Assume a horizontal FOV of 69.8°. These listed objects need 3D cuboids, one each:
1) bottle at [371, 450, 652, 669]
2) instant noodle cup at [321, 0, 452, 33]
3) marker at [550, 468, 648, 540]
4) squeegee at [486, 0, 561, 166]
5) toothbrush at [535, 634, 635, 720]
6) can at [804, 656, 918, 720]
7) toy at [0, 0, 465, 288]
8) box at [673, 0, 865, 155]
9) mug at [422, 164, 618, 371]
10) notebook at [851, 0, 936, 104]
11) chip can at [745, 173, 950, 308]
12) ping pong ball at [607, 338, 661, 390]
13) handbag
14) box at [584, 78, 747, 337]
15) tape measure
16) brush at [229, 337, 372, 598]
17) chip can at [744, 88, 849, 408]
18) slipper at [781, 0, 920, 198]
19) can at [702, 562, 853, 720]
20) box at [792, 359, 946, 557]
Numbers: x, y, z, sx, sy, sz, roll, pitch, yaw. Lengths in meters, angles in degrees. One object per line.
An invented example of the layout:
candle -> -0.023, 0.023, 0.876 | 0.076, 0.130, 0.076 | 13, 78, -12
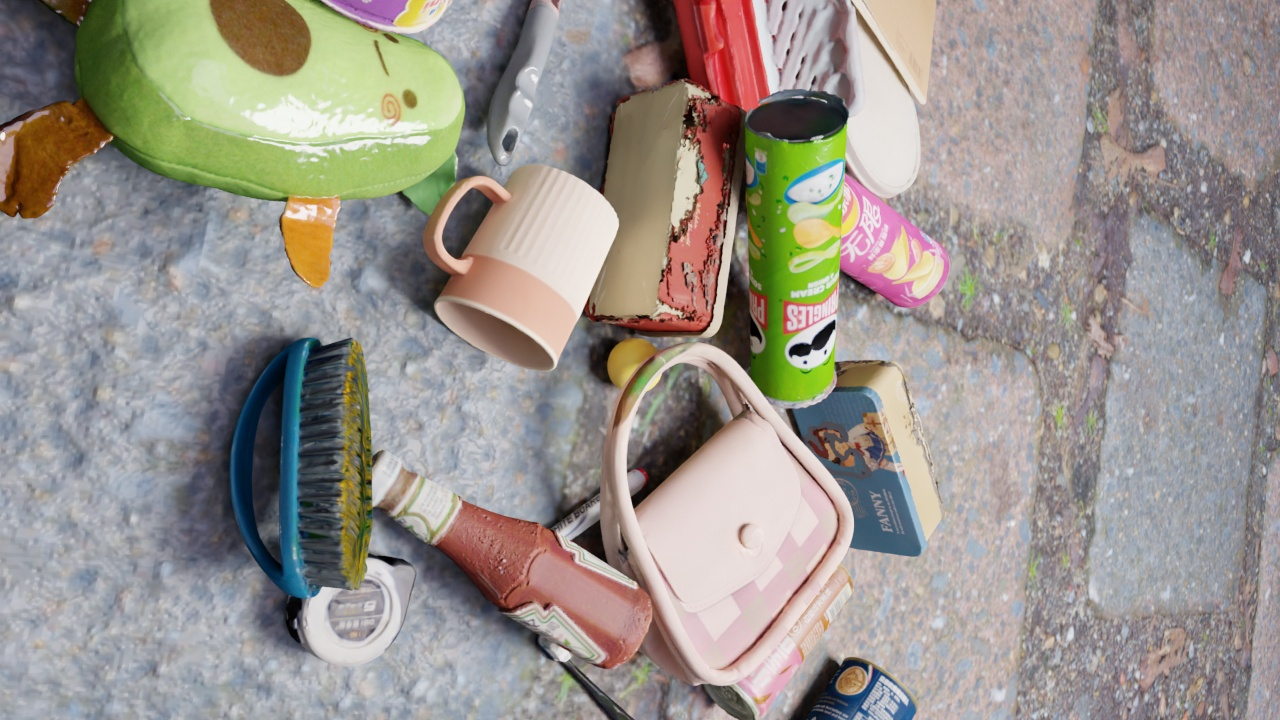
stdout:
bottle -> -0.085, 0.124, 0.576 | 0.206, 0.060, 0.059 | 36, 69, -19
instant noodle cup -> -0.121, -0.243, 0.464 | 0.111, 0.099, 0.111 | 21, 56, -36
marker -> -0.049, 0.117, 0.646 | 0.144, 0.017, 0.017 | -32, 110, -33
squeegee -> -0.058, -0.238, 0.613 | 0.247, 0.040, 0.249 | 35, 69, -47
toothbrush -> -0.020, 0.256, 0.675 | 0.015, 0.018, 0.181 | -52, 122, -29
can -> 0.181, 0.326, 0.797 | 0.111, 0.075, 0.075 | -45, 117, -28
toy -> -0.197, -0.142, 0.472 | 0.246, 0.090, 0.227 | -3, 78, -41
box -> 0.095, -0.265, 0.683 | 0.118, 0.098, 0.201 | -39, 123, -44
mug -> -0.080, -0.067, 0.575 | 0.114, 0.082, 0.105 | 38, 66, -34
notebook -> 0.225, -0.347, 0.815 | 0.149, 0.012, 0.211 | 42, 49, -33
chip can -> 0.182, -0.110, 0.780 | 0.210, 0.072, 0.071 | 22, 78, -41
ping pong ball -> -0.004, 0.004, 0.663 | 0.040, 0.040, 0.040 | -1, 92, -38
handbag -> 0.048, 0.096, 0.671 | 0.192, 0.093, 0.234 | -39, 116, -32
box -> 0.013, -0.105, 0.642 | 0.076, 0.091, 0.168 | 12, 84, -41
tape measure -> -0.172, 0.143, 0.539 | 0.065, 0.034, 0.066 | 24, 74, -35
brush -> -0.186, 0.057, 0.502 | 0.073, 0.055, 0.143 | -3, 74, -2
chip can -> 0.113, -0.074, 0.676 | 0.072, 0.072, 0.236 | -38, 139, -32
slipper -> 0.161, -0.263, 0.777 | 0.113, 0.055, 0.274 | -39, 110, -33
can -> 0.114, 0.222, 0.752 | 0.147, 0.058, 0.058 | -42, 116, -30
box -> 0.201, 0.089, 0.798 | 0.060, 0.090, 0.184 | -37, 112, -39
